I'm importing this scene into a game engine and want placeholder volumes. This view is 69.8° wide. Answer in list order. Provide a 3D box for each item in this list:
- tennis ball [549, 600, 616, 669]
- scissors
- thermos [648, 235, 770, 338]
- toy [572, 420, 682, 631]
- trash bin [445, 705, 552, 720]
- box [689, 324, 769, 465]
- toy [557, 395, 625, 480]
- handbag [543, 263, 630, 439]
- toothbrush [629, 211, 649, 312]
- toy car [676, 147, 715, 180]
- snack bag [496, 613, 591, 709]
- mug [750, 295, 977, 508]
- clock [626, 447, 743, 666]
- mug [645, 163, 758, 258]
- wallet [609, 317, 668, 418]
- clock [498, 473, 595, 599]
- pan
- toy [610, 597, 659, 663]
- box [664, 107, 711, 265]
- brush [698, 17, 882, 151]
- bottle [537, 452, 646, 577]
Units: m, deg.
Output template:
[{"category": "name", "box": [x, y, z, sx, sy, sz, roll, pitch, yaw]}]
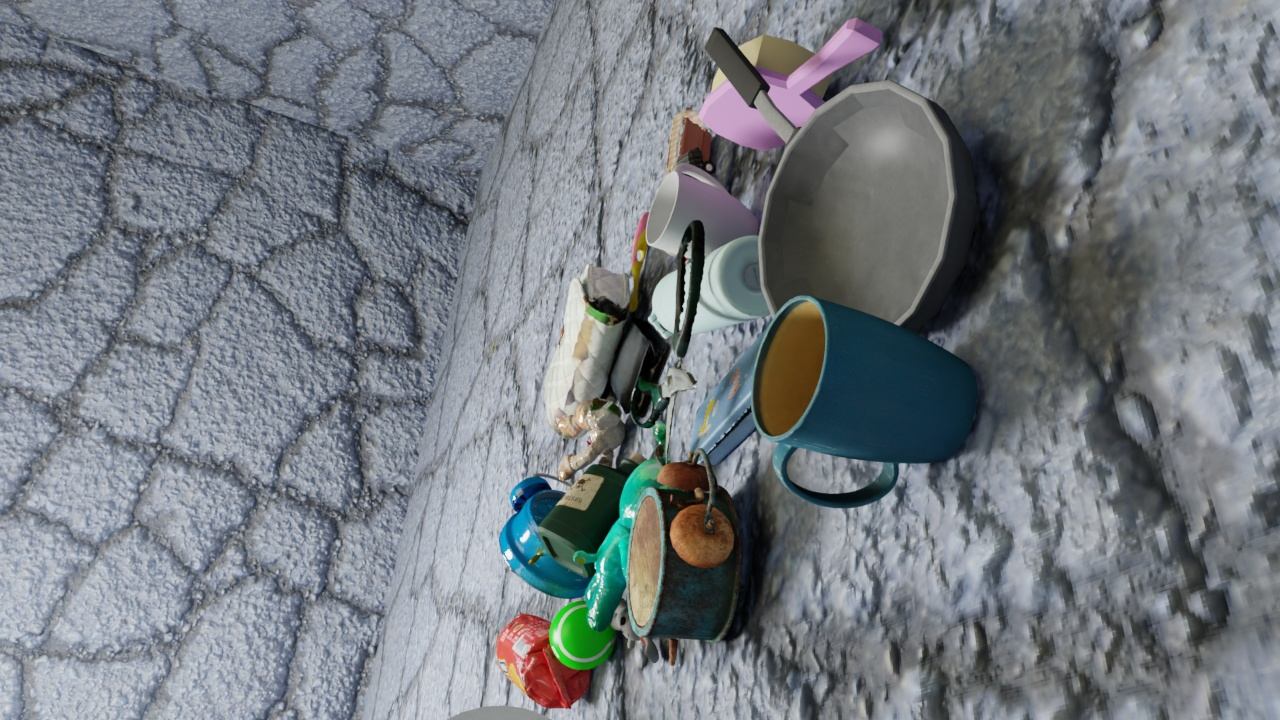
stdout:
[{"category": "tennis ball", "box": [-0.057, 0.269, 0.900, 0.065, 0.065, 0.065, -164, 91, -72]}, {"category": "scissors", "box": [0.023, -0.013, 0.780, 0.202, 0.015, 0.202, 176, 102, -76]}, {"category": "thermos", "box": [0.064, -0.060, 0.807, 0.077, 0.065, 0.207, -46, 8, -12]}, {"category": "toy", "box": [-0.010, 0.154, 0.837, 0.130, 0.072, 0.193, -109, 43, -76]}, {"category": "trash bin", "box": [-0.147, 0.432, 0.868, 0.200, 0.195, 0.195, 122, 158, -65]}, {"category": "box", "box": [0.089, 0.014, 0.737, 0.210, 0.037, 0.065, 128, 155, -49]}, {"category": "toy", "box": [-0.053, 0.081, 1.031, 0.106, 0.074, 0.085, 118, 168, -46]}, {"category": "handbag", "box": [-0.069, -0.014, 1.136, 0.138, 0.072, 0.195, -94, 19, -58]}, {"category": "toothbrush", "box": [-0.003, -0.124, 1.155, 0.016, 0.021, 0.135, -11, 66, 55]}, {"category": "toy car", "box": [0.059, -0.168, 0.936, 0.040, 0.037, 0.092, -9, 98, 69]}, {"category": "snack bag", "box": [-0.106, 0.321, 0.993, 0.177, 0.082, 0.082, 162, 122, -69]}, {"category": "mug", "box": [0.122, 0.030, 0.514, 0.084, 0.104, 0.112, -126, 52, -69]}, {"category": "clock", "box": [0.041, 0.142, 0.704, 0.121, 0.073, 0.158, -104, 23, -58]}, {"category": "mug", "box": [0.061, -0.142, 0.866, 0.071, 0.089, 0.107, 127, 153, -48]}, {"category": "wallet", "box": [-0.006, 0.006, 1.043, 0.115, 0.026, 0.089, -126, 52, -68]}, {"category": "clock", "box": [-0.091, 0.183, 0.997, 0.060, 0.116, 0.161, -57, 26, 24]}, {"category": "pan", "box": [0.120, -0.147, 0.653, 0.179, 0.041, 0.356, -61, 37, 34]}, {"category": "toy", "box": [-0.004, 0.238, 0.828, 0.112, 0.030, 0.049, 169, 102, -70]}, {"category": "box", "box": [0.053, -0.187, 1.004, 0.048, 0.085, 0.186, -10, 57, 34]}, {"category": "brush", "box": [0.126, -0.236, 0.756, 0.229, 0.089, 0.043, -15, 55, 69]}, {"category": "bottle", "box": [-0.037, 0.145, 0.917, 0.131, 0.061, 0.061, -48, -39, -29]}]
